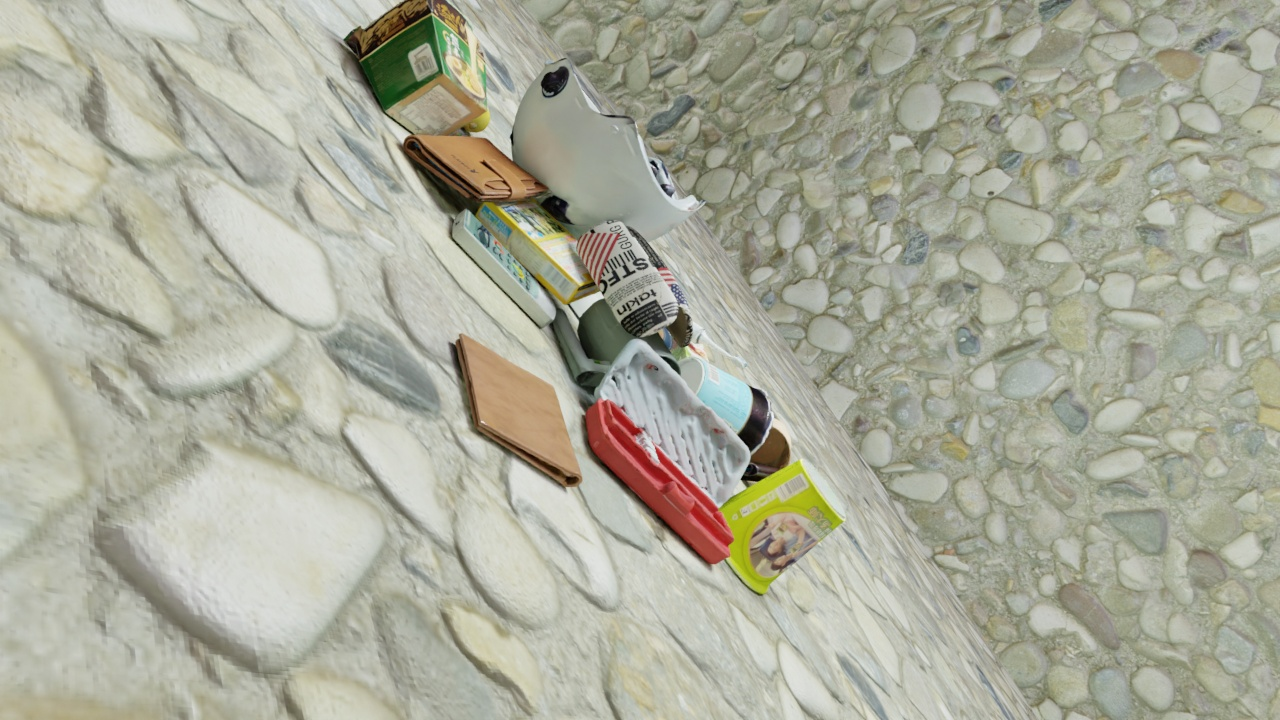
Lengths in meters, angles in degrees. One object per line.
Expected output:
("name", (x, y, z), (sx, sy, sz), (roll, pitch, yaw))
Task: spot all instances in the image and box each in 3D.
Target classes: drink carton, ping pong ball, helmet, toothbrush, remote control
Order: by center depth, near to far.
("remote control", (-0.134, -0.091, 0.912), (0.135, 0.019, 0.056), (47, 14, -26))
("helmet", (-0.063, -0.225, 1.081), (0.258, 0.146, 0.229), (49, 8, 31))
("ping pong ball", (-0.213, -0.313, 1.179), (0.040, 0.040, 0.040), (49, 13, -16))
("drink carton", (0.066, 0.000, 1.324), (0.053, 0.045, 0.122), (37, 16, -16))
("toothbrush", (0.065, -0.049, 1.327), (0.221, 0.027, 0.026), (36, 33, 25))

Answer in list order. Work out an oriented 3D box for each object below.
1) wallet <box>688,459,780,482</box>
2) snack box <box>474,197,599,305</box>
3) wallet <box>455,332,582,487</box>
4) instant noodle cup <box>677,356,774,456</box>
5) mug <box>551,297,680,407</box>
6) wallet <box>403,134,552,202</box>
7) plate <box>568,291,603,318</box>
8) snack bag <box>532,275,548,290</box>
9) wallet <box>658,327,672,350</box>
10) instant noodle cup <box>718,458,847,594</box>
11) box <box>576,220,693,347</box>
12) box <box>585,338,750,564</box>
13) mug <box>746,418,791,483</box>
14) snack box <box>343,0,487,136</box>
("wallet", (0.105, 0.125, 1.051), (0.122, 0.096, 0.020), (25, 68, -64))
("snack box", (-0.102, -0.123, 0.986), (0.140, 0.034, 0.086), (45, 26, 7))
("wallet", (-0.095, 0.038, 0.710), (0.115, 0.020, 0.101), (38, 20, -41))
("instant noodle cup", (0.086, 0.057, 1.145), (0.120, 0.111, 0.111), (34, 22, -33))
("mug", (-0.031, -0.012, 0.964), (0.123, 0.084, 0.103), (9, 38, -36))
("wallet", (-0.163, -0.194, 0.952), (0.119, 0.035, 0.130), (35, 23, 14))
("plate", (-0.082, -0.120, 1.144), (0.265, 0.034, 0.162), (55, 13, 8))
("snack bag", (-0.119, -0.121, 1.031), (0.045, 0.026, 0.105), (17, 35, -46))
("wallet", (-0.006, -0.065, 1.277), (0.115, 0.033, 0.090), (42, 14, -38))
("instant noodle cup", (0.151, 0.171, 0.989), (0.111, 0.123, 0.111), (50, 13, -16))
("box", (-0.002, -0.076, 0.963), (0.162, 0.075, 0.086), (56, 0, 38))
("box", (0.029, 0.092, 0.901), (0.201, 0.069, 0.157), (46, 39, -27))
("mug", (0.153, 0.113, 1.293), (0.124, 0.084, 0.103), (28, 9, 8))
("snack box", (-0.226, -0.302, 0.969), (0.117, 0.118, 0.105), (31, 35, -59))
